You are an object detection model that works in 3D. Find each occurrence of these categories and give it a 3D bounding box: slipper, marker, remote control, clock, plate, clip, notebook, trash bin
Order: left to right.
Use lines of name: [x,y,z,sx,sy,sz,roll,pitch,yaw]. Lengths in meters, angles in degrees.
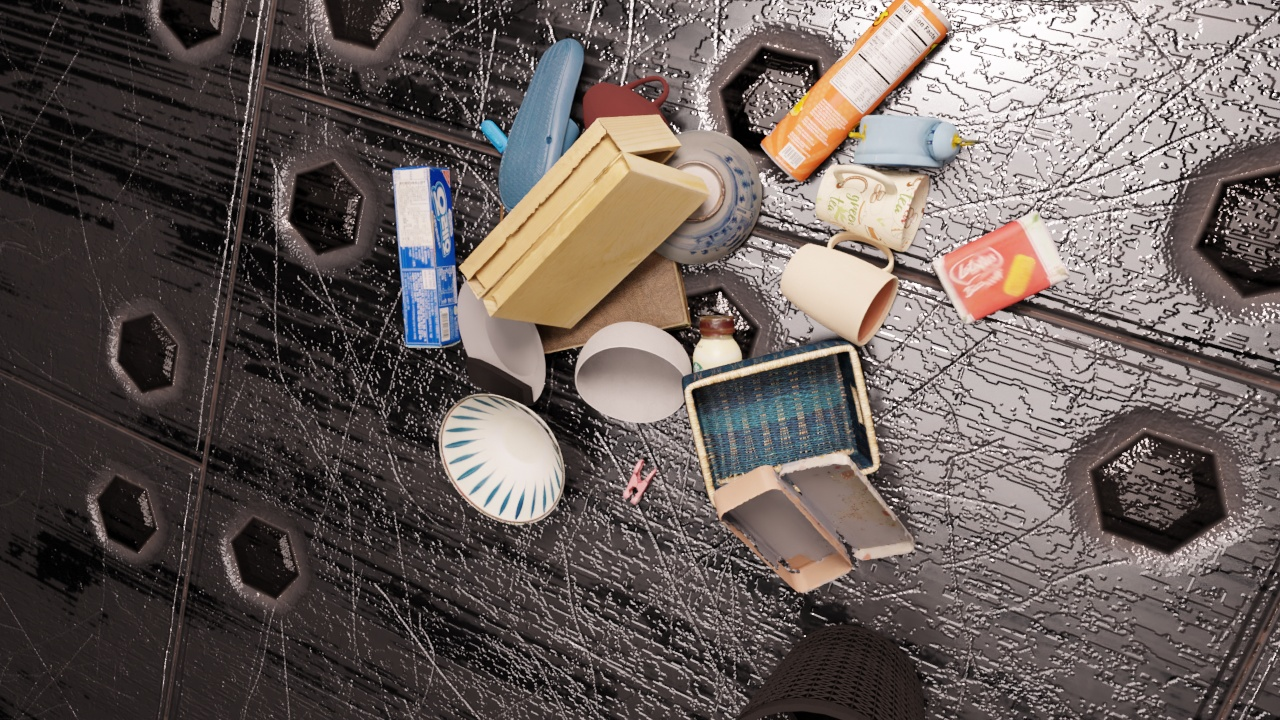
remote control: [-0.179,0.027,1.154,0.125,0.010,0.039,21,125,39]
plate: [-0.167,-0.026,1.137,0.173,0.019,0.173,26,128,37]
marker: [-0.154,-0.247,1.125,0.018,0.015,0.123,-43,84,20]
slipper: [-0.105,-0.268,1.066,0.104,0.059,0.213,16,89,52]
notebook: [-0.058,-0.113,1.100,0.216,0.034,0.190,-11,95,22]
clip: [-0.007,0.148,1.131,0.038,0.022,0.059,28,109,11]
trash bin: [0.206,0.407,0.971,0.217,0.242,0.217,3,100,20]
clock: [0.275,-0.219,0.925,0.125,0.088,0.052,7,102,19]

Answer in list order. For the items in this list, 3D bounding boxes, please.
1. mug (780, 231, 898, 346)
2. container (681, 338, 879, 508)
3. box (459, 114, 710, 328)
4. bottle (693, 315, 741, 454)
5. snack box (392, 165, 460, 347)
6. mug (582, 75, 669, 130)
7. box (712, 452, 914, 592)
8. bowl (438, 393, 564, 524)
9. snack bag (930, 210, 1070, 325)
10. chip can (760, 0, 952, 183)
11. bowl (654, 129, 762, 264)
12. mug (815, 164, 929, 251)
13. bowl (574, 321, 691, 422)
mug: [0.217,-0.087,0.981,0.104,0.085,0.111,31,80,25]
container: [0.149,0.067,0.996,0.187,0.071,0.145,-14,98,1]
box: [-0.060,-0.135,0.979,0.250,0.140,0.123,-41,85,33]
bottle: [0.089,0.030,1.055,0.057,0.056,0.162,1,99,21]
snack box: [-0.271,-0.130,1.166,0.059,0.059,0.226,1,100,18]
mug: [-0.017,-0.281,1.037,0.114,0.087,0.088,-42,65,16]
box: [0.191,0.174,0.974,0.154,0.216,0.058,-27,43,19]
bowl: [-0.159,0.111,1.148,0.177,0.070,0.177,10,115,21]
snack bag: [0.368,-0.093,0.939,0.116,0.036,0.077,-27,89,22]
chip can: [0.220,-0.282,0.951,0.062,0.062,0.211,48,111,8]
bowl: [0.061,-0.183,1.012,0.151,0.056,0.150,0,93,6]
mug: [0.232,-0.169,0.939,0.097,0.122,0.081,20,86,24]
bowl: [-0.006,0.006,1.066,0.132,0.064,0.132,6,137,5]
